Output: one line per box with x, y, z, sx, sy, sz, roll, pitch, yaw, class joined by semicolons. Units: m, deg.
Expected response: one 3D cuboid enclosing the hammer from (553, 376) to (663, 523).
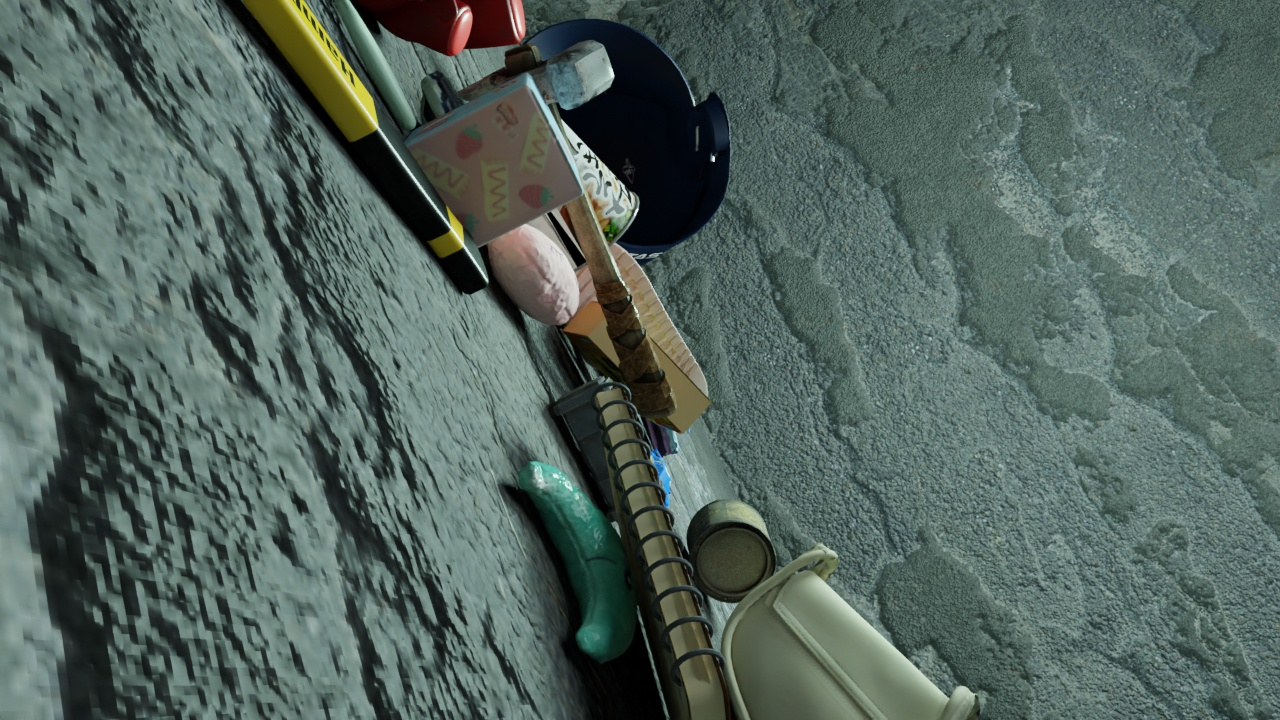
-0.021;0.058;0.802;0.098;0.044;0.322;63;2;-2;hammer

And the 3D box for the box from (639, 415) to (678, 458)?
0.009;0.031;1.092;0.214;0.033;0.076;75;-7;-49;box

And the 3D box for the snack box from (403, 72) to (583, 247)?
-0.097;-0.131;0.608;0.079;0.095;0.093;62;4;-22;snack box

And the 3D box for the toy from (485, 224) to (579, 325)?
-0.091;-0.078;0.699;0.105;0.053;0.108;50;-2;25;toy

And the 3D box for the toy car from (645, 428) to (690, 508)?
0.034;0.111;0.966;0.033;0.062;0.092;61;5;-32;toy car

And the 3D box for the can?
0.095;0.202;0.975;0.090;0.090;0.074;63;5;-8;can

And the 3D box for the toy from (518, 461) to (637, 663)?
-0.027;0.103;0.469;0.105;0.033;0.085;66;10;25;toy

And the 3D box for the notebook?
0.011;0.134;0.516;0.225;0.024;0.168;-111;-170;-53;notebook

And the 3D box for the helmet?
-0.043;-0.234;1.005;0.223;0.232;0.272;9;-63;67;helmet

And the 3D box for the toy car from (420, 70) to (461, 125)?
-0.143;-0.168;0.690;0.048;0.033;0.105;59;-11;18;toy car

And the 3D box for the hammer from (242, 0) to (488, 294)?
-0.151;-0.136;0.442;0.325;0.034;0.169;60;6;-53;hammer

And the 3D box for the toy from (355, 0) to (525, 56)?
-0.170;-0.298;0.650;0.158;0.121;0.197;63;12;2;toy

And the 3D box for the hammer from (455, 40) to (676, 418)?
-0.037;-0.090;0.726;0.048;0.122;0.319;-47;126;-44;hammer

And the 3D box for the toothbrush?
-0.186;-0.217;0.584;0.022;0.015;0.155;13;-43;53;toothbrush

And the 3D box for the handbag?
0.168;0.299;0.793;0.229;0.184;0.132;45;-12;42;handbag

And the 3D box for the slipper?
-0.019;-0.031;0.928;0.239;0.094;0.064;52;-14;-23;slipper

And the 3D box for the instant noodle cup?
-0.086;-0.152;0.794;0.122;0.124;0.123;52;9;-29;instant noodle cup

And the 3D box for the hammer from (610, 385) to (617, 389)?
-0.091;-0.085;0.952;0.331;0.031;0.119;54;10;-52;hammer

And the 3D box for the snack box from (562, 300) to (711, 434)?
-0.005;0.005;0.846;0.126;0.040;0.088;46;-10;-17;snack box
